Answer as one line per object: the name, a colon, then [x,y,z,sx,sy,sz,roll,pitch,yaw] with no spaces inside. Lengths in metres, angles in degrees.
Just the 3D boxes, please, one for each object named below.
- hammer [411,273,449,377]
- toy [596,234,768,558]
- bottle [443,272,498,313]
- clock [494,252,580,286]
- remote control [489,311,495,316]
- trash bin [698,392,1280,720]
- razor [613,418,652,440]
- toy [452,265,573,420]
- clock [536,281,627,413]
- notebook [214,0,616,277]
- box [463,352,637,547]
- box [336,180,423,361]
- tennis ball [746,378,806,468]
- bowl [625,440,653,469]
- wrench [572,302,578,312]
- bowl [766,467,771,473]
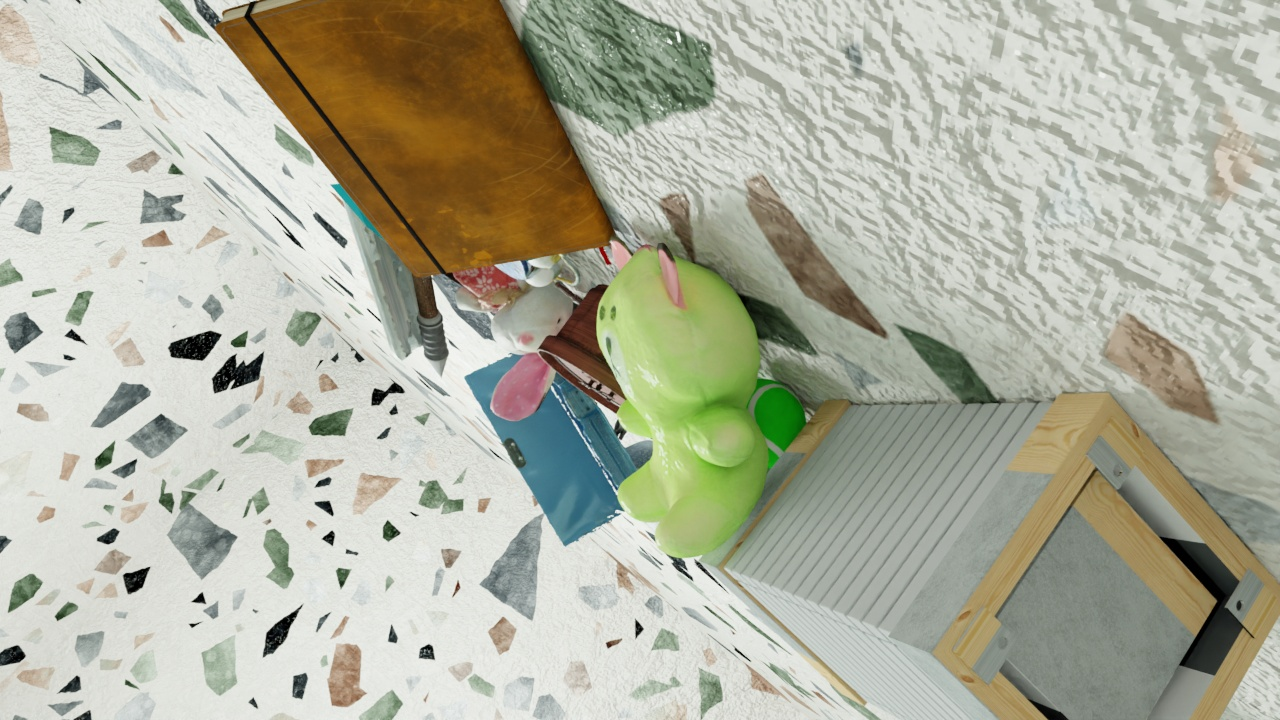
hammer: [-0.182,-0.100,0.738,0.156,0.043,0.323,37,145,30]
toy: [0.030,0.017,0.599,0.107,0.197,0.150,-1,-173,-18]
bottle: [-0.163,-0.096,0.888,0.166,0.059,0.060,49,163,-27]
clock: [-0.098,-0.101,0.733,0.125,0.052,0.089,41,165,1]
remote control: [-0.135,-0.059,0.963,0.150,0.022,0.047,45,130,11]
trash bin: [0.172,0.121,0.515,0.142,0.142,0.247,44,165,-11]
razor: [0.029,0.084,0.974,0.116,0.047,0.088,33,165,2]
toy: [-0.108,-0.051,0.820,0.194,0.159,0.084,57,-158,-15]
clock: [-0.005,0.004,0.735,0.157,0.072,0.121,41,168,-37]
notebook: [-0.135,-0.136,0.597,0.179,0.014,0.249,-7,145,17]
box: [-0.097,0.074,0.987,0.231,0.111,0.094,57,169,15]
box: [-0.241,-0.105,0.852,0.191,0.045,0.209,-120,14,-79]
tennis ball: [0.087,0.046,0.663,0.065,0.065,0.065,38,165,12]
bowl: [0.023,0.130,1.080,0.110,0.055,0.110,39,165,12]
wrench: [0.022,0.032,0.882,0.273,0.018,0.073,40,164,-1]
bowl: [0.127,0.131,0.728,0.176,0.066,0.177,40,161,17]
